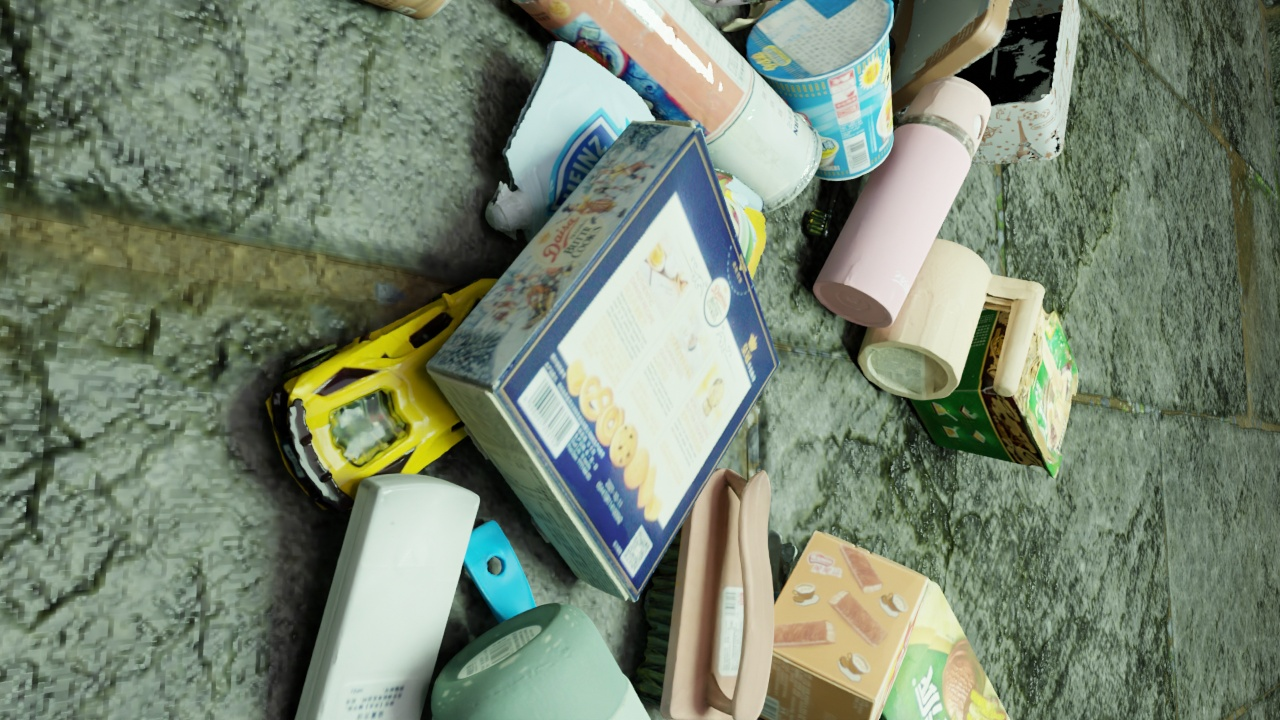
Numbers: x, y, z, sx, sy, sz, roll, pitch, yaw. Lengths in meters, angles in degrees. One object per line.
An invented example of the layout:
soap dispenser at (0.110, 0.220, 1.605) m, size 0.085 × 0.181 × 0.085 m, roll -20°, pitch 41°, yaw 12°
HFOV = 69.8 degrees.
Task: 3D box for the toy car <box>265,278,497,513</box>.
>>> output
toy car at (-0.100, 0.009, 0.428) m, size 0.155 × 0.041 × 0.071 m, roll -35°, pitch 110°, yaw -43°

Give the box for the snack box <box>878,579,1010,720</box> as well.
snack box at (0.222, 0.284, 0.705) m, size 0.114 × 0.063 × 0.240 m, roll -50°, pitch 120°, yaw -36°

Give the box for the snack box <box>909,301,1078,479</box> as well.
snack box at (0.298, 0.022, 0.786) m, size 0.117 × 0.106 × 0.118 m, roll 51°, pitch 53°, yaw -33°

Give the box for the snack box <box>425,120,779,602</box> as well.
snack box at (-0.003, 0.003, 0.480) m, size 0.182 × 0.046 × 0.178 m, roll -55°, pitch 140°, yaw -29°

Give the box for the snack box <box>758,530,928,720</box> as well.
snack box at (0.125, 0.182, 0.585) m, size 0.094 × 0.077 × 0.093 m, roll -51°, pitch 150°, yaw -36°

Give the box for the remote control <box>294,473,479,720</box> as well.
remote control at (-0.110, 0.116, 0.394) m, size 0.056 × 0.019 × 0.135 m, roll 14°, pitch 91°, yaw -49°

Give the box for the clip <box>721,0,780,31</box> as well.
clip at (0.098, -0.249, 0.668) m, size 0.103 × 0.035 × 0.076 m, roll -24°, pitch 102°, yaw -40°

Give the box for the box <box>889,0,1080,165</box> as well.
box at (0.280, -0.284, 0.778) m, size 0.158 × 0.149 × 0.181 m, roll 47°, pitch 53°, yaw -50°

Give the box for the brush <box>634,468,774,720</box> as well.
brush at (0.045, 0.135, 0.538) m, size 0.063 × 0.073 × 0.145 m, roll 23°, pitch 67°, yaw -41°

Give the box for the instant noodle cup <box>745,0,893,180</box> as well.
instant noodle cup at (0.136, -0.189, 0.648) m, size 0.110 × 0.099 × 0.099 m, roll 58°, pitch 47°, yaw -49°

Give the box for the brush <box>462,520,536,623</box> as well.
brush at (-0.031, 0.199, 0.476) m, size 0.083 × 0.046 × 0.255 m, roll -30°, pitch 102°, yaw -33°

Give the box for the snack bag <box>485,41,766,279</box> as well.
snack bag at (-0.002, -0.087, 0.533) m, size 0.191 × 0.039 × 0.110 m, roll 28°, pitch 93°, yaw -42°

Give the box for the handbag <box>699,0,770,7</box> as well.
handbag at (0.060, -0.314, 0.548) m, size 0.196 × 0.098 × 0.145 m, roll -74°, pitch 156°, yaw -48°

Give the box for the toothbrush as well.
toothbrush at (0.169, -0.182, 0.737) m, size 0.027 × 0.026 × 0.212 m, roll 24°, pitch 65°, yaw -4°

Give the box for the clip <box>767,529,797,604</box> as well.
clip at (0.089, 0.145, 0.619) m, size 0.028 × 0.024 × 0.056 m, roll 44°, pitch 50°, yaw -37°

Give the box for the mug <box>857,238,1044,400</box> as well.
mug at (0.245, -0.027, 0.729) m, size 0.084 × 0.125 × 0.103 m, roll 72°, pitch 39°, yaw -54°

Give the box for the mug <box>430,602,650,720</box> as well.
mug at (-0.049, 0.177, 0.417) m, size 0.106 × 0.112 × 0.082 m, roll 61°, pitch 23°, yaw -4°

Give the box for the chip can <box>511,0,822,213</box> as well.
chip can at (0.022, -0.174, 0.552) m, size 0.214 × 0.071 × 0.071 m, roll 33°, pitch 62°, yaw -38°

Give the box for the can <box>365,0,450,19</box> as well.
can at (-0.137, -0.195, 0.402) m, size 0.116 × 0.059 × 0.058 m, roll 4°, pitch 82°, yaw -45°

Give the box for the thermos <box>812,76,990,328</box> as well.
thermos at (0.208, -0.119, 0.709) m, size 0.087 × 0.067 × 0.198 m, roll 45°, pitch 69°, yaw -47°
